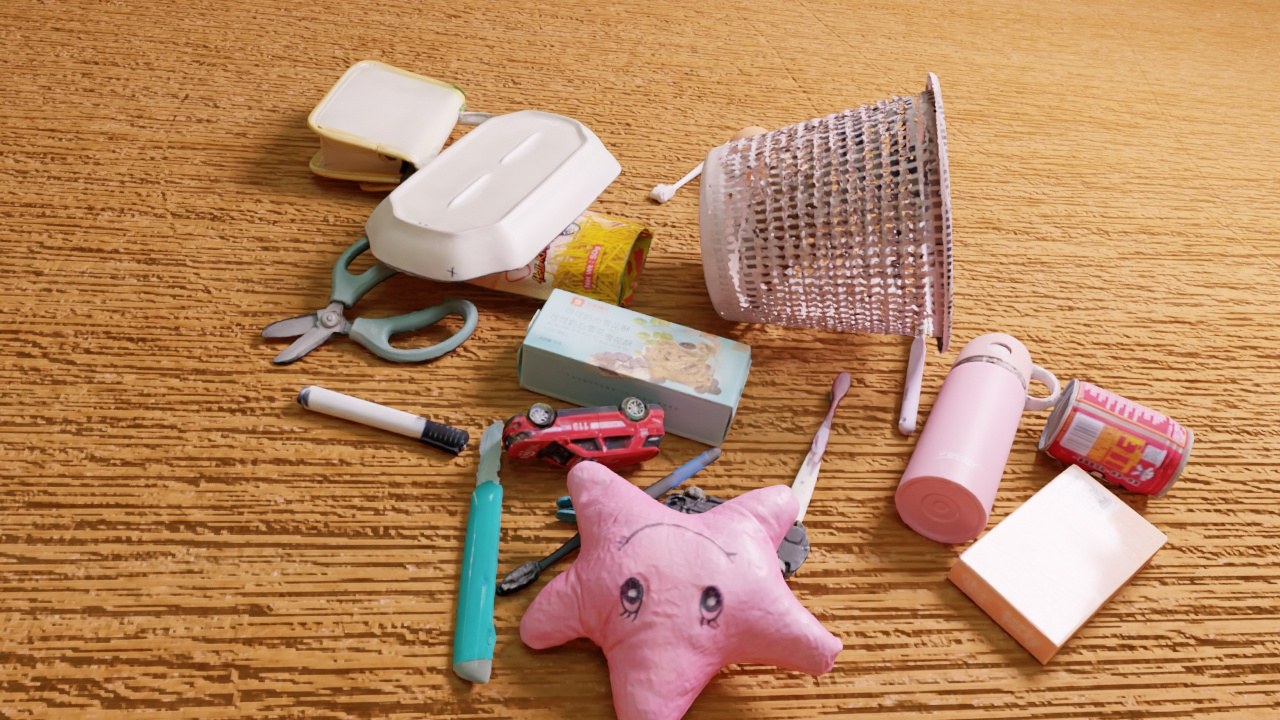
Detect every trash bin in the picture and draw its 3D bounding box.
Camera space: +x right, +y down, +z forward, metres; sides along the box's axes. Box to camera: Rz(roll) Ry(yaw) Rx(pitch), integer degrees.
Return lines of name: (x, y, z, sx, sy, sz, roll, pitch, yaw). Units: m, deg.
trash bin: (0.156, -0.114, 0.775, 0.192, 0.228, 0.226, -3, 41, 15)

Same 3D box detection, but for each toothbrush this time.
toothbrush: (0.242, -0.003, 0.809, 0.021, 0.029, 0.188, 44, 41, -20)
toothbrush: (0.136, 0.072, 0.714, 0.016, 0.017, 0.187, 23, 47, 9)
toothbrush: (0.067, -0.213, 0.998, 0.016, 0.016, 0.179, 27, 46, 25)
toothbrush: (-0.017, 0.106, 0.628, 0.189, 0.016, 0.014, -29, 70, -23)

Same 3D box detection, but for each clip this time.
clip: (-0.032, 0.105, 0.646, 0.057, 0.015, 0.048, 4, 46, -9)

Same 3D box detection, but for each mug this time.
mug: (0.136, -0.189, 0.946, 0.078, 0.078, 0.122, -6, 41, -17)

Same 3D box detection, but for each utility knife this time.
utility knife: (-0.104, 0.120, 0.615, 0.029, 0.013, 0.208, -15, 44, 11)

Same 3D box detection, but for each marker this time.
marker: (-0.191, 0.044, 0.678, 0.131, 0.018, 0.022, 15, 53, 4)

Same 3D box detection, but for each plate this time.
plate: (-0.127, -0.158, 0.808, 0.162, 0.034, 0.264, 19, 44, 20)

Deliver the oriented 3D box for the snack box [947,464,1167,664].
snack box: (0.303, 0.142, 0.663, 0.157, 0.026, 0.084, -25, 55, -31)

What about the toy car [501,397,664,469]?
toy car: (-0.040, 0.056, 0.668, 0.120, 0.053, 0.045, -1, 67, -18)

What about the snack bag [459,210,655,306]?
snack bag: (-0.100, -0.105, 0.820, 0.208, 0.073, 0.128, 16, 56, 12)

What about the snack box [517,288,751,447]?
snack box: (-0.004, 0.004, 0.730, 0.175, 0.052, 0.074, 17, 44, 6)

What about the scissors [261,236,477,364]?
scissors: (-0.228, -0.055, 0.757, 0.177, 0.019, 0.169, -8, 62, -11)

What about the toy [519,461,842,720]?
toy: (0.026, 0.151, 0.563, 0.195, 0.075, 0.178, 8, 61, 9)

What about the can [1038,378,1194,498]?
can: (0.377, 0.063, 0.731, 0.094, 0.067, 0.066, 25, 45, 15)

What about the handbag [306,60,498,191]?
handbag: (-0.225, -0.225, 0.922, 0.179, 0.063, 0.163, 13, 42, -2)

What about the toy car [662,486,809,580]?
toy car: (0.063, 0.122, 0.634, 0.105, 0.031, 0.048, 13, 47, 9)

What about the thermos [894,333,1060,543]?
thermos: (0.268, 0.056, 0.717, 0.087, 0.067, 0.198, 22, 43, 21)
